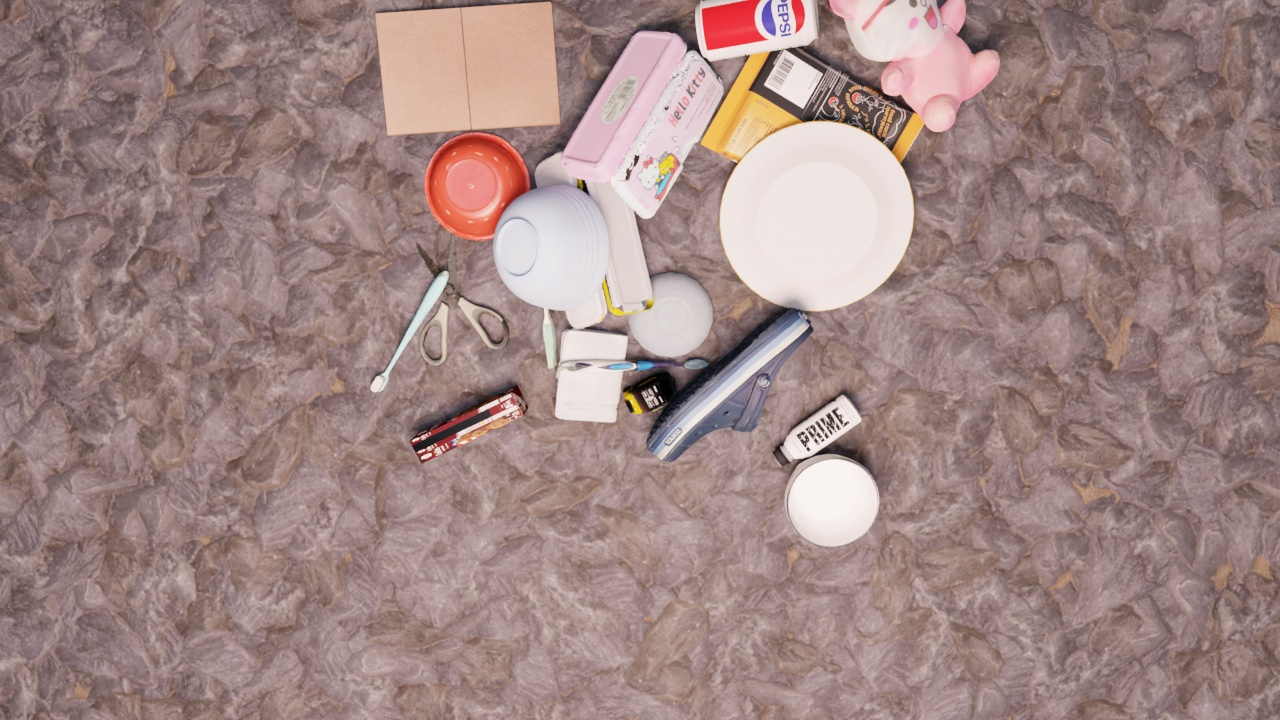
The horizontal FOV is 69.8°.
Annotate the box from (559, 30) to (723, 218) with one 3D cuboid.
[{"bbox_3d":[0.006,-0.275,1.074,0.101,0.103,0.201,20,75,38],"label":"box"}]

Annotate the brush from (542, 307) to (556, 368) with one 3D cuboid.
[{"bbox_3d":[-0.119,-0.099,1.126,0.012,0.033,0.218,-5,97,1],"label":"brush"}]

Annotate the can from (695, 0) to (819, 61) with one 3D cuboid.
[{"bbox_3d":[0.134,-0.387,1.046,0.132,0.070,0.070,-4,99,16],"label":"can"}]

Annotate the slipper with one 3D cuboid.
[{"bbox_3d":[0.116,0.042,1.108,0.253,0.105,0.095,-43,96,6],"label":"slipper"}]

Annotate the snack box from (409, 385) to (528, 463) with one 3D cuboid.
[{"bbox_3d":[-0.212,0.079,1.143,0.141,0.051,0.032,-25,98,4],"label":"snack box"}]

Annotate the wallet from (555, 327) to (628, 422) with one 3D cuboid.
[{"bbox_3d":[-0.063,0.019,1.146,0.086,0.032,0.116,10,96,-12],"label":"wallet"}]

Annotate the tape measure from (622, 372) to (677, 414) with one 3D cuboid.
[{"bbox_3d":[0.015,0.042,1.130,0.067,0.062,0.038,-26,97,3],"label":"tape measure"}]

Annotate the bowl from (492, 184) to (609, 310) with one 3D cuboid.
[{"bbox_3d":[-0.116,-0.129,1.055,0.151,0.074,0.150,6,100,35],"label":"bowl"}]

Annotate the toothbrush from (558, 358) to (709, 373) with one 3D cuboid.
[{"bbox_3d":[-0.007,0.007,1.130,0.189,0.017,0.016,-2,95,-12],"label":"toothbrush"}]

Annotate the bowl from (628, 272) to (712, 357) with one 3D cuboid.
[{"bbox_3d":[0.038,-0.054,1.127,0.106,0.039,0.106,0,99,0],"label":"bowl"}]

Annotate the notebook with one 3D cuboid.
[{"bbox_3d":[-0.205,-0.348,1.099,0.209,0.008,0.141,-4,99,1],"label":"notebook"}]

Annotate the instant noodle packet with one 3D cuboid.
[{"bbox_3d":[0.207,-0.273,1.096,0.221,0.032,0.160,30,95,-4],"label":"instant noodle packet"}]

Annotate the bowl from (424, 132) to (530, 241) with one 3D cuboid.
[{"bbox_3d":[-0.199,-0.210,1.102,0.130,0.045,0.130,0,99,1],"label":"bowl"}]

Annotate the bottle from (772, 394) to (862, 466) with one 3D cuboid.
[{"bbox_3d":[0.218,0.091,1.148,0.116,0.041,0.041,-36,97,5],"label":"bottle"}]

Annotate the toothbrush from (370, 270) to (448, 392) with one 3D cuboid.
[{"bbox_3d":[-0.285,-0.035,1.137,0.016,0.016,0.181,35,101,5],"label":"toothbrush"}]

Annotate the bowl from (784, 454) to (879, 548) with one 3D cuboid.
[{"bbox_3d":[0.234,0.169,1.147,0.116,0.065,0.116,0,99,0],"label":"bowl"}]

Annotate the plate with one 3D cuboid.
[{"bbox_3d":[0.209,-0.166,1.094,0.230,0.021,0.230,2,110,6],"label":"plate"}]

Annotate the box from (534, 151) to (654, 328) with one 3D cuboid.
[{"bbox_3d":[-0.057,-0.148,1.105,0.083,0.080,0.210,-10,85,-40],"label":"box"}]

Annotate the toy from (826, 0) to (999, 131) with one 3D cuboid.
[{"bbox_3d":[0.307,-0.372,1.053,0.213,0.084,0.141,46,75,-10],"label":"toy"}]

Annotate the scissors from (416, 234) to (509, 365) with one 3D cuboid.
[{"bbox_3d":[-0.230,-0.065,1.140,0.169,0.012,0.157,30,99,0],"label":"scissors"}]
